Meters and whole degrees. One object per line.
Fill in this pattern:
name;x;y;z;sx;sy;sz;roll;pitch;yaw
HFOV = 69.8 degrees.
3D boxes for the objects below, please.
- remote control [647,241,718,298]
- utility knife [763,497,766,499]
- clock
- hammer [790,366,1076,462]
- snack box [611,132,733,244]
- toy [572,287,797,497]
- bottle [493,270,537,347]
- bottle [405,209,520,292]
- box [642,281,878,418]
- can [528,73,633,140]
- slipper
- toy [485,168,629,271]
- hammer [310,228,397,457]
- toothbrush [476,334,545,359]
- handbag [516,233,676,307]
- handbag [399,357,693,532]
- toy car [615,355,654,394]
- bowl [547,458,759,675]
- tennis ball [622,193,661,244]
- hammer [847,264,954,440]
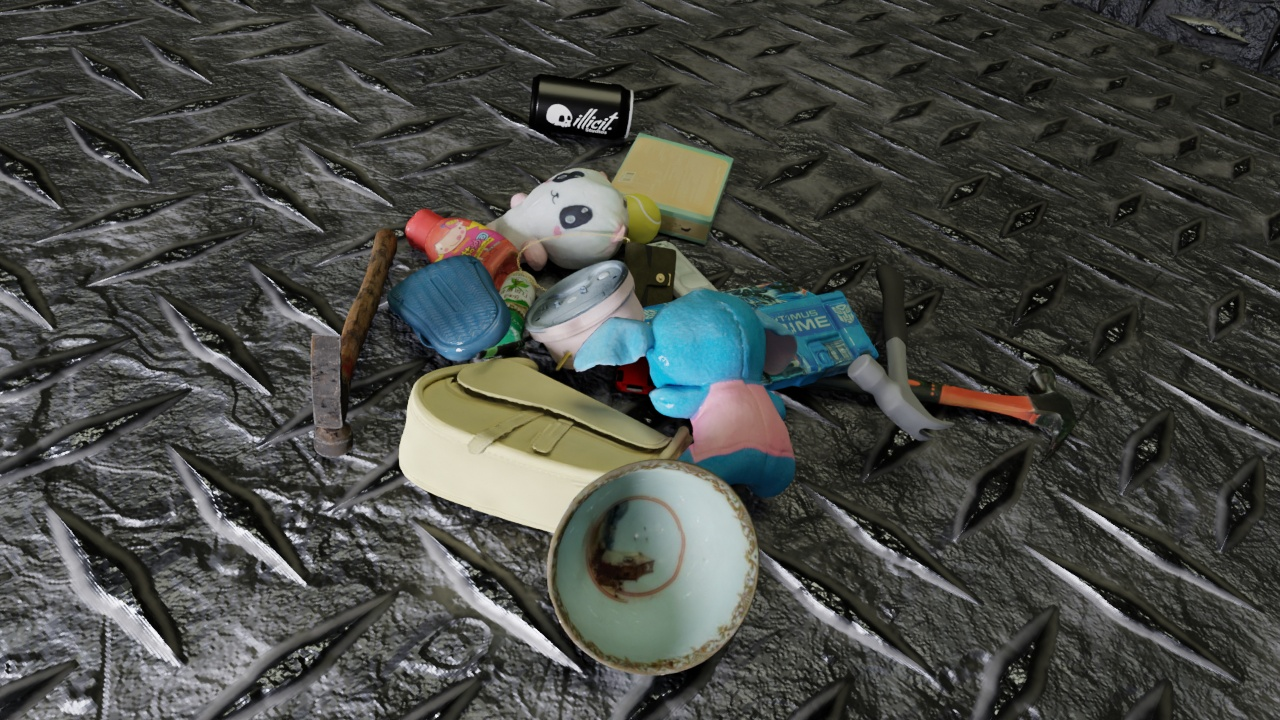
remote control;0.049;-0.103;1.103;0.050;0.022;0.133;-14;46;-29
utility knife;0.079;0.068;0.901;0.020;0.029;0.174;-14;47;-21
clock;-0.055;-0.051;0.931;0.117;0.059;0.157;-29;25;3
hammer;0.307;0.035;0.992;0.333;0.033;0.132;9;41;-4
snack box;0.041;-0.238;1.246;0.141;0.044;0.193;16;39;4
toy;0.059;0.027;0.805;0.223;0.099;0.191;0;67;-34
bottle;-0.137;-0.055;0.982;0.042;0.043;0.109;11;37;-1
bottle;-0.205;-0.127;1.041;0.134;0.048;0.071;27;66;20
box;0.107;-0.036;0.959;0.243;0.060;0.175;-13;45;-26
can;-0.088;-0.370;1.345;0.146;0.080;0.080;5;39;-8
slipper;-0.187;-0.053;0.933;0.103;0.059;0.214;-36;37;-13
toy;-0.101;-0.159;1.084;0.179;0.101;0.138;-14;56;-1
hammer;-0.275;-0.054;0.907;0.033;0.120;0.329;5;33;-9
toothbrush;-0.122;-0.013;0.890;0.017;0.014;0.187;31;11;6
handbag;-0.047;-0.100;1.019;0.178;0.084;0.027;7;-3;-19
handbag;-0.082;0.067;0.814;0.233;0.089;0.190;24;37;14
toy car;-0.006;0.005;0.956;0.038;0.025;0.089;8;40;-5
bowl;0.001;0.151;0.710;0.159;0.160;0.094;1;0;-13
tennis ball;-0.007;-0.175;1.140;0.065;0.065;0.065;7;39;-6
hammer;0.275;-0.024;0.982;0.125;0.030;0.310;42;30;-12
